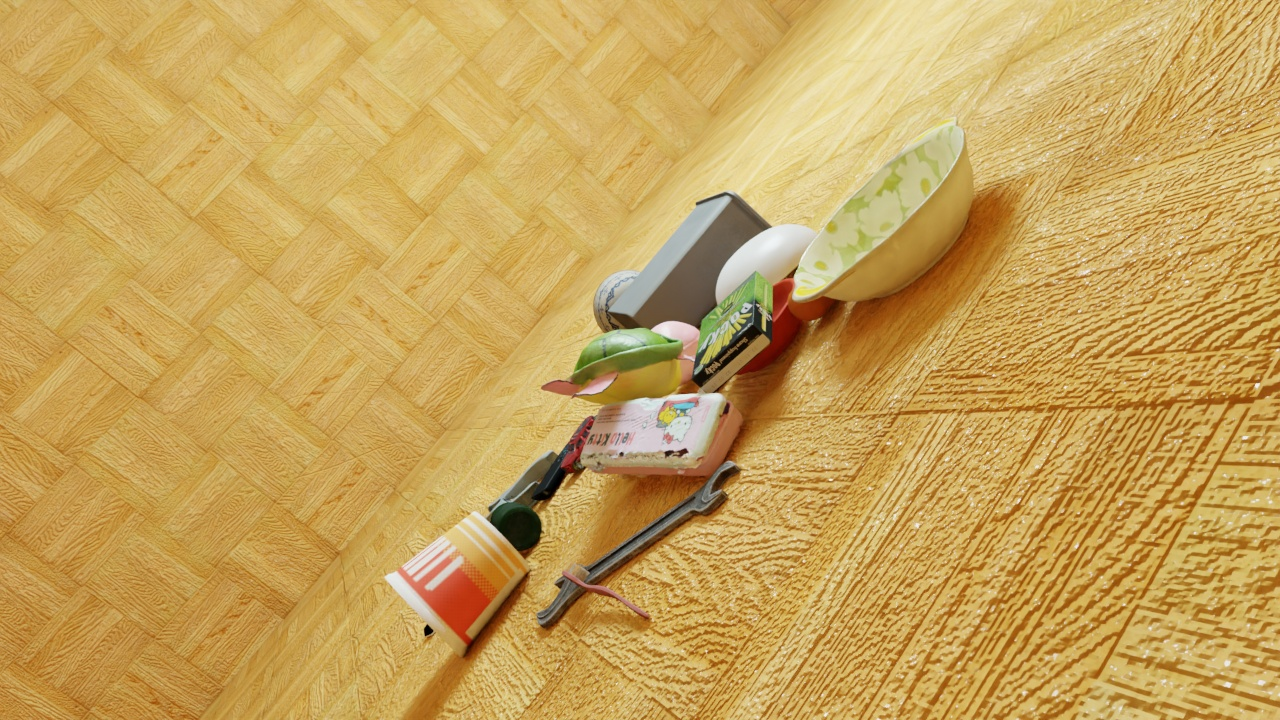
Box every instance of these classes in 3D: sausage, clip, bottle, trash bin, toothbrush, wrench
[{"bbox_3d":[0.191,-0.098,0.906,0.039,0.044,0.163,0,44,40],"label":"sausage"},{"bbox_3d":[-0.184,0.210,1.311,0.172,0.029,0.143,-44,11,23],"label":"clip"},{"bbox_3d":[-0.171,0.210,1.198,0.055,0.055,0.174,-51,10,-14],"label":"bottle"},{"bbox_3d":[0.069,-0.123,1.315,0.219,0.097,0.192,-50,12,-4],"label":"trash bin"},{"bbox_3d":[-0.030,0.197,0.788,0.015,0.015,0.185,-53,18,-16],"label":"toothbrush"},{"bbox_3d":[-0.008,0.171,0.838,0.274,0.010,0.069,-41,14,32],"label":"wrench"}]

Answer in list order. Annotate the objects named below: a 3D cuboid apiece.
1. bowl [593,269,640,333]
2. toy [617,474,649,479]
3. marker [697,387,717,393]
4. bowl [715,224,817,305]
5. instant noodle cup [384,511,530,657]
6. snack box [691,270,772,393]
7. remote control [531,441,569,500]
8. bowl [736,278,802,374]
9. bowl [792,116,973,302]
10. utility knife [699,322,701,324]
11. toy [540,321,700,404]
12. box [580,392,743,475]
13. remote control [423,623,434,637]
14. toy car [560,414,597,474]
[{"bbox_3d":[-0.011,-0.083,1.430,0.115,0.115,0.059,-49,15,-5],"label":"bowl"},{"bbox_3d":[0.000,0.090,0.991,0.092,0.046,0.115,-45,19,0],"label":"toy"},{"bbox_3d":[0.105,-0.008,0.994,0.133,0.017,0.020,-51,13,-15],"label":"marker"},{"bbox_3d":[0.144,-0.123,1.124,0.150,0.043,0.149,-39,12,10],"label":"bowl"},{"bbox_3d":[-0.202,0.249,1.047,0.121,0.123,0.124,-44,10,-19],"label":"instant noodle cup"},{"bbox_3d":[0.092,-0.030,0.905,0.080,0.025,0.147,-43,12,23],"label":"snack box"},{"bbox_3d":[-0.103,0.136,1.278,0.041,0.020,0.151,-36,16,48],"label":"remote control"},{"bbox_3d":[0.125,-0.028,0.937,0.122,0.035,0.122,-46,12,12],"label":"bowl"},{"bbox_3d":[0.224,-0.114,0.803,0.219,0.060,0.189,-50,11,-15],"label":"bowl"},{"bbox_3d":[0.106,-0.055,1.155,0.031,0.015,0.158,-46,9,-13],"label":"utility knife"},{"bbox_3d":[-0.006,0.006,1.025,0.191,0.087,0.237,-20,-3,44],"label":"toy"},{"bbox_3d":[0.010,0.075,0.892,0.203,0.044,0.086,-8,47,53],"label":"box"},{"bbox_3d":[-0.257,0.321,1.250,0.028,0.012,0.124,-34,18,49],"label":"remote control"},{"bbox_3d":[-0.075,0.112,1.223,0.091,0.036,0.042,-59,16,-23],"label":"toy car"}]
